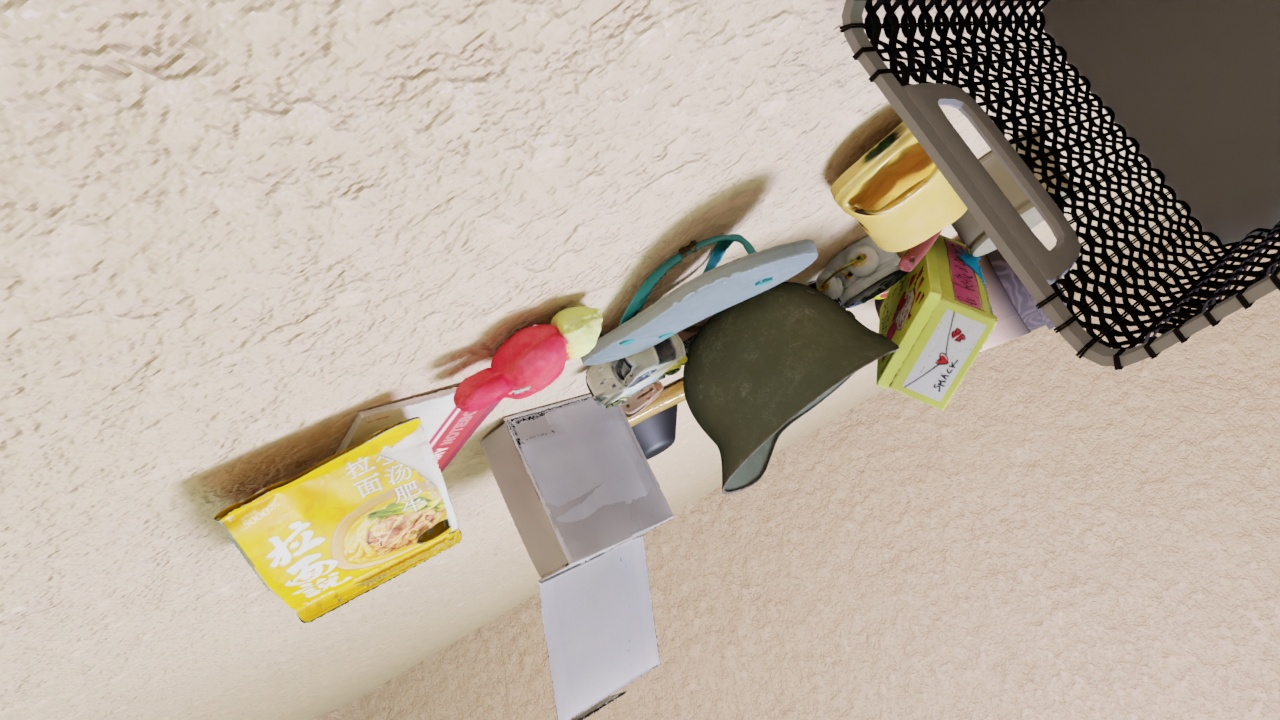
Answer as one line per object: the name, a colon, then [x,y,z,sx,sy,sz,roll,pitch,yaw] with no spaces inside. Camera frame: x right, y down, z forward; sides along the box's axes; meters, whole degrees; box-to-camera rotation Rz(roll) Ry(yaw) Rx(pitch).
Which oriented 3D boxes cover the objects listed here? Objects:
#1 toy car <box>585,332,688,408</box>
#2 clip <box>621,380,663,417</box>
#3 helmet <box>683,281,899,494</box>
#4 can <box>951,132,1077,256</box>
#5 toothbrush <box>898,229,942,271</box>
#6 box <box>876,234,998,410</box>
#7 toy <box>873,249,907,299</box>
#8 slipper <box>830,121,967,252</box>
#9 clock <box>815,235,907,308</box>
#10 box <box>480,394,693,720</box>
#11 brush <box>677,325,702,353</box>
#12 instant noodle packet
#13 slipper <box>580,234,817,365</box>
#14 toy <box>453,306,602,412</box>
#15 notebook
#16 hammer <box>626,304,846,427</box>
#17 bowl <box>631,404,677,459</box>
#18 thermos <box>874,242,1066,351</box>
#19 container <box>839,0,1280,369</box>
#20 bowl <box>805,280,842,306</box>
toy car: [-0.005,0.005,0.901,0.105,0.048,0.033,-30,162,3]
clip: [0.001,0.043,1.105,0.061,0.025,0.045,-37,168,-2]
helmet: [0.140,0.005,0.965,0.267,0.154,0.228,-14,151,-51]
can: [0.398,-0.179,1.002,0.127,0.073,0.128,-28,166,-8]
toothbrush: [0.281,-0.125,0.883,0.017,0.016,0.189,-26,-170,42]
box: [0.319,-0.053,1.011,0.220,0.079,0.125,-66,178,-59]
toy: [0.315,-0.108,1.151,0.092,0.043,0.117,-36,163,30]
slipper: [0.237,-0.141,0.809,0.100,0.078,0.263,-34,168,19]
clock: [0.243,-0.097,1.017,0.117,0.057,0.083,-14,160,-47]
box: [-0.035,0.247,0.981,0.109,0.418,0.165,-18,177,43]
brush: [0.047,-0.021,0.982,0.050,0.015,0.135,-32,166,8]
instant noodle packet: [-0.245,0.127,0.767,0.162,0.084,0.222,-25,159,-17]
slipper: [0.029,-0.056,0.774,0.098,0.054,0.270,-13,170,-43]
toy: [-0.087,0.000,0.723,0.135,0.045,0.092,-32,170,-8]
notebook: [-0.210,0.078,0.822,0.152,0.012,0.209,-15,159,-40]
hammer: [0.113,0.013,1.208,0.330,0.033,0.132,-25,167,-15]
bowl: [0.010,0.106,1.281,0.124,0.052,0.124,-28,166,-8]
thermos: [0.466,-0.085,1.302,0.227,0.172,0.172,-29,168,24]
container: [0.310,-0.180,0.477,0.242,0.247,0.246,-21,164,-43]
bowl: [0.196,-0.038,1.110,0.120,0.066,0.120,-28,166,-8]
